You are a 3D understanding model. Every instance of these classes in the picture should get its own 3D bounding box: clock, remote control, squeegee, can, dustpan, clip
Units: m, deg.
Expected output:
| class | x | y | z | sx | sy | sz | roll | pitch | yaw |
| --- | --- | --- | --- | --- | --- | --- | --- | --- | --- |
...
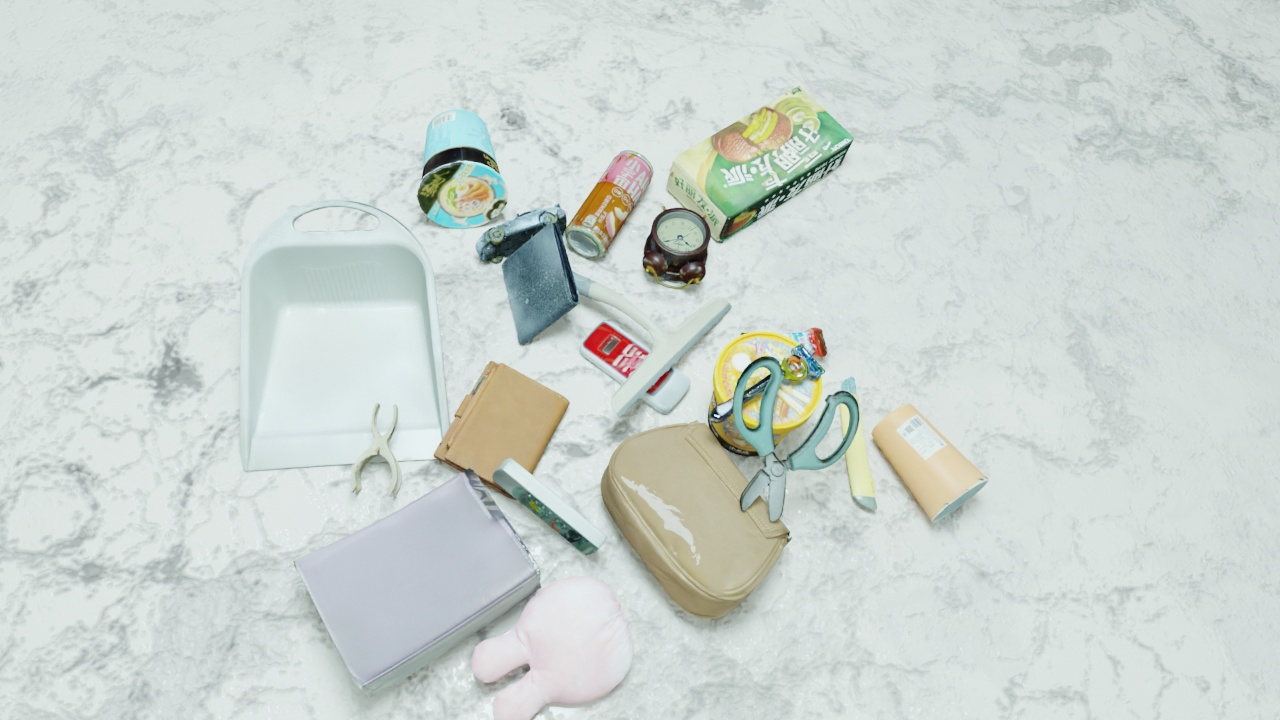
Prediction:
| class | x | y | z | sx | sy | sz | roll | pitch | yaw |
| --- | --- | --- | --- | --- | --- | --- | --- | --- | --- |
| clock | 0.046 | -0.136 | 1.148 | 0.082 | 0.055 | 0.121 | 13 | 59 | -2 |
| remote control | -0.097 | 0.154 | 0.962 | 0.135 | 0.056 | 0.019 | 40 | 64 | -3 |
| squeegee | -0.049 | -0.076 | 1.098 | 0.246 | 0.039 | 0.245 | 32 | 48 | 18 |
| remote control | -0.006 | 0.006 | 1.088 | 0.136 | 0.020 | 0.055 | 36 | 63 | 12 |
| can | -0.039 | -0.200 | 1.169 | 0.058 | 0.058 | 0.147 | 27 | 62 | 6 |
| dustpan | -0.326 | -0.032 | 0.997 | 0.222 | 0.143 | 0.257 | -3 | 62 | -9 |
| clip | -0.291 | 0.100 | 0.979 | 0.089 | 0.035 | 0.104 | -15 | 82 | -7 |

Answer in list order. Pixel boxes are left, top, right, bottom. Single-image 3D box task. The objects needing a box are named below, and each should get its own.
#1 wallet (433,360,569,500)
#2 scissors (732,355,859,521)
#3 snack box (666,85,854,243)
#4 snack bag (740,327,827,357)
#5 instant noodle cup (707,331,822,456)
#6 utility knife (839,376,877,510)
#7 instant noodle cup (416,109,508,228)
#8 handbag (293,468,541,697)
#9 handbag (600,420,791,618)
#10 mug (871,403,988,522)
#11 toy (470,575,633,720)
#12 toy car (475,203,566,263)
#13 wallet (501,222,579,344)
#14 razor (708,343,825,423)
| class | x | y | z | sx | sy | sz | roll | pitch | yaw |
| --- | --- | --- | --- | --- | --- | --- | --- | --- | --- |
| wallet | -0.153 | 0.075 | 1.020 | 0.108 | 0.031 | 0.131 | 28 | 62 | -4 |
| scissors | 0.165 | 0.082 | 0.951 | 0.176 | 0.019 | 0.174 | 0 | 89 | -17 |
| snack box | 0.161 | -0.265 | 1.227 | 0.239 | 0.063 | 0.114 | -34 | 73 | -23 |
| snack bag | 0.176 | -0.019 | 1.122 | 0.105 | 0.026 | 0.045 | -6 | 67 | -8 |
| instant noodle cup | 0.131 | 0.045 | 1.032 | 0.118 | 0.115 | 0.118 | 3 | 63 | -6 |
| utility knife | 0.254 | 0.093 | 1.079 | 0.031 | 0.019 | 0.175 | 5 | 63 | -10 |
| instant noodle cup | -0.225 | -0.246 | 1.149 | 0.111 | 0.111 | 0.120 | -5 | 54 | -10 |
| handbag | -0.217 | 0.215 | 0.906 | 0.196 | 0.099 | 0.145 | -29 | 72 | -20 |
| handbag | 0.055 | 0.165 | 0.973 | 0.147 | 0.100 | 0.204 | -27 | 69 | -28 |
| mug | 0.325 | 0.113 | 1.049 | 0.078 | 0.078 | 0.122 | -27 | 65 | -20 |
| toy | -0.085 | 0.287 | 0.908 | 0.159 | 0.054 | 0.121 | -23 | 78 | -19 |
| toy car | -0.147 | -0.158 | 1.135 | 0.120 | 0.054 | 0.036 | -24 | 71 | -17 |
| wallet | -0.122 | -0.093 | 1.090 | 0.019 | 0.097 | 0.120 | 17 | 49 | -48 |
| razor | 0.130 | 0.026 | 0.964 | 0.142 | 0.022 | 0.042 | -29 | 67 | -20 |
